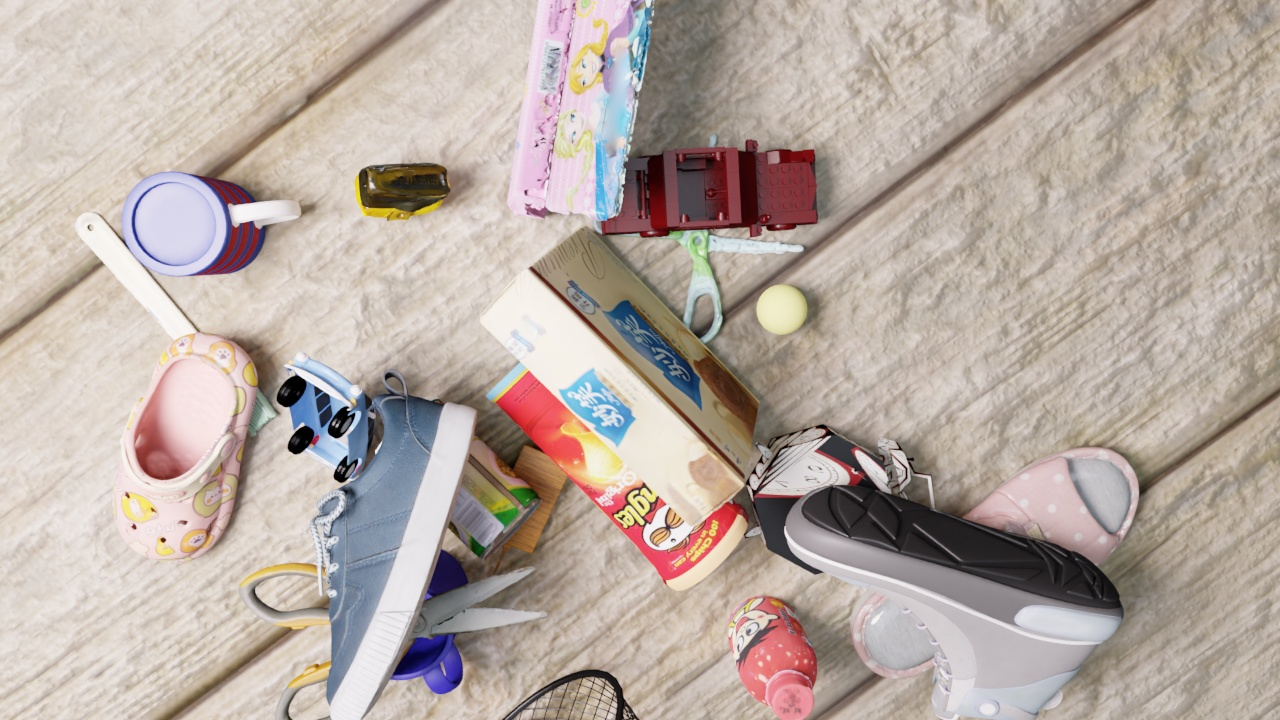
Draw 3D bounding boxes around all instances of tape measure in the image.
[{"bbox_3d":[-0.183,-0.127,0.700,0.065,0.064,0.037,-7,89,-31],"label":"tape measure"}]

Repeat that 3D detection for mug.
[{"bbox_3d":[-0.316,-0.105,0.692,0.112,0.076,0.075,-11,97,-1],"label":"mug"},{"bbox_3d":[-0.175,0.212,0.731,0.079,0.083,0.111,-28,97,1],"label":"mug"}]

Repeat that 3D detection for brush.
[{"bbox_3d":[-0.373,-0.030,0.733,0.033,0.012,0.217,-39,95,3],"label":"brush"},{"bbox_3d":[-0.101,0.132,0.757,0.048,0.017,0.126,25,95,-5],"label":"brush"}]

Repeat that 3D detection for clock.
[{"bbox_3d":[0.165,0.115,0.740,0.154,0.065,0.115,7,97,-2],"label":"clock"}]

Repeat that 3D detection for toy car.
[{"bbox_3d":[0.054,-0.129,0.698,0.170,0.062,0.070,-4,94,-4],"label":"toy car"},{"bbox_3d":[-0.231,0.042,0.689,0.056,0.154,0.054,31,58,3],"label":"toy car"}]

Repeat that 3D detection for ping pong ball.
[{"bbox_3d":[0.113,-0.041,0.732,0.040,0.040,0.040,0,97,-2],"label":"ping pong ball"}]

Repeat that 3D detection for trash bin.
[{"bbox_3d":[-0.025,0.387,0.718,0.184,0.184,0.210,-37,102,2],"label":"trash bin"}]

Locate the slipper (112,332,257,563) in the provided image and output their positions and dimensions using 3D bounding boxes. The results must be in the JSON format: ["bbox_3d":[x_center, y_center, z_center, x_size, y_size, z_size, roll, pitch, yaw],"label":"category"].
[{"bbox_3d":[-0.361,0.074,0.704,0.093,0.081,0.197,21,103,-2],"label":"slipper"}]

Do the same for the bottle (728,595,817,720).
[{"bbox_3d":[0.106,0.235,0.717,0.062,0.137,0.062,0,96,-2],"label":"bottle"}]

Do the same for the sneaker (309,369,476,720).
[{"bbox_3d":[-0.182,0.125,0.628,0.087,0.089,0.235,17,75,-7],"label":"sneaker"}]

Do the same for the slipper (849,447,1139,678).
[{"bbox_3d":[0.296,0.172,0.757,0.274,0.054,0.114,-38,97,3],"label":"slipper"}]

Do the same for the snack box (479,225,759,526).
[{"bbox_3d":[-0.004,0.004,0.674,0.207,0.153,0.055,45,111,-6],"label":"snack box"}]

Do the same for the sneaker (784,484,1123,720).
[{"bbox_3d":[0.215,0.196,0.692,0.256,0.093,0.161,15,114,-5],"label":"sneaker"}]

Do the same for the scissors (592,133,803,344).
[{"bbox_3d":[0.046,-0.095,0.739,0.171,0.021,0.173,7,92,0],"label":"scissors"}]

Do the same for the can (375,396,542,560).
[{"bbox_3d":[-0.142,0.091,0.715,0.121,0.067,0.067,43,94,6],"label":"can"}]

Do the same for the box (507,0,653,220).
[{"bbox_3d":[-0.050,-0.215,0.651,0.061,0.161,0.230,7,97,-25],"label":"box"}]

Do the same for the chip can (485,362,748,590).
[{"bbox_3d":[-0.017,0.076,0.720,0.087,0.087,0.213,-44,95,3],"label":"chip can"}]

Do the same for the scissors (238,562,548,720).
[{"bbox_3d":[-0.182,0.208,0.679,0.225,0.016,0.175,3,95,-4],"label":"scissors"}]
